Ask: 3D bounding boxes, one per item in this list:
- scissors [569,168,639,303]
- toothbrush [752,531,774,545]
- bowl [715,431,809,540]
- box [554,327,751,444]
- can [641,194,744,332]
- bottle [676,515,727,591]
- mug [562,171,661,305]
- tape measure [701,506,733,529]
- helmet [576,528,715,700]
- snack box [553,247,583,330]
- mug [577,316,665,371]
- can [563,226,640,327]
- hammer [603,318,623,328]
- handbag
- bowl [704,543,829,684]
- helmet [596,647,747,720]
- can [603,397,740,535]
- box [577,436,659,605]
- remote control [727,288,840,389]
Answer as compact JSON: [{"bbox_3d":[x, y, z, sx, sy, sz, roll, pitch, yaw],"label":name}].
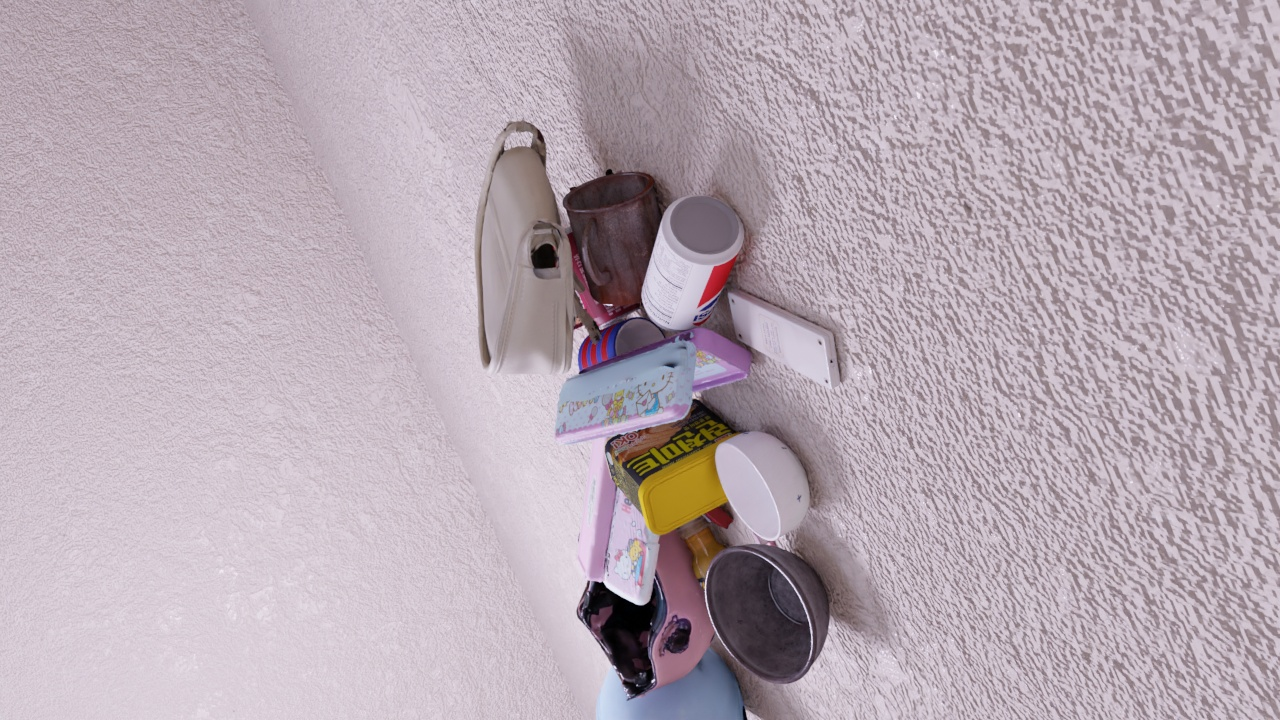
[{"bbox_3d":[-0.028,-0.135,0.975,0.121,0.019,0.151,24,126,24],"label":"scissors"},{"bbox_3d":[0.160,0.242,0.998,0.135,0.016,0.022,62,159,7],"label":"toothbrush"},{"bbox_3d":[0.123,0.115,0.883,0.105,0.054,0.105,51,155,35],"label":"bowl"},{"bbox_3d":[0.005,0.040,0.899,0.089,0.092,0.215,27,153,-30],"label":"box"},{"bbox_3d":[0.043,-0.083,0.813,0.070,0.070,0.132,57,159,18],"label":"can"},{"bbox_3d":[0.103,0.274,1.123,0.186,0.053,0.053,61,160,8],"label":"bottle"},{"bbox_3d":[-0.025,-0.110,0.885,0.096,0.122,0.110,-3,122,29],"label":"mug"},{"bbox_3d":[0.077,0.176,1.091,0.051,0.019,0.059,43,168,-25],"label":"tape measure"},{"bbox_3d":[0.020,0.310,1.222,0.230,0.152,0.256,-142,49,-58],"label":"helmet"},{"bbox_3d":[-0.124,-0.130,1.221,0.152,0.035,0.133,57,159,19],"label":"snack box"},{"bbox_3d":[-0.006,0.006,1.038,0.112,0.074,0.076,38,151,-23],"label":"mug"},{"bbox_3d":[-0.048,-0.099,1.029,0.114,0.063,0.063,64,160,-2],"label":"can"},{"bbox_3d":[-0.042,0.054,1.237,0.332,0.030,0.119,123,130,-69],"label":"hammer"},{"bbox_3d":[-0.095,-0.108,0.929,0.228,0.131,0.184,-110,28,-44],"label":"handbag"},{"bbox_3d":[0.141,0.250,0.946,0.145,0.067,0.145,19,117,44],"label":"bowl"},{"bbox_3d":[0.037,0.498,1.302,0.265,0.225,0.167,-96,-6,-71],"label":"helmet"},{"bbox_3d":[0.039,0.107,0.970,0.101,0.130,0.073,42,151,52],"label":"can"},{"bbox_3d":[-0.031,0.181,1.119,0.156,0.058,0.201,23,108,59],"label":"box"},{"bbox_3d":[0.120,-0.021,0.782,0.136,0.011,0.050,34,145,54],"label":"remote control"}]
